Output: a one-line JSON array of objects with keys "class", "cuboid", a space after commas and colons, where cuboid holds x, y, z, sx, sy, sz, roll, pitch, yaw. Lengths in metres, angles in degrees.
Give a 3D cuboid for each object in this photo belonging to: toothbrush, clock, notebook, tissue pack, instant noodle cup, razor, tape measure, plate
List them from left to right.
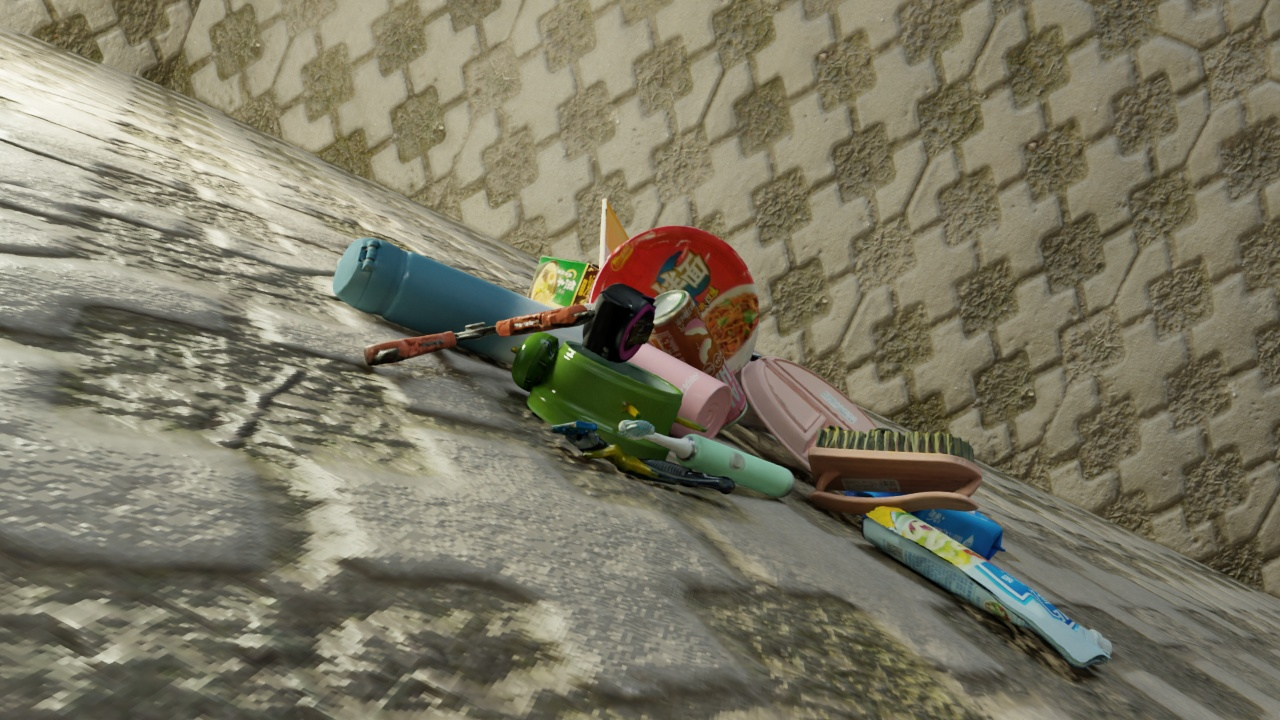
[{"class": "clock", "cuboid": [-0.035, 0.024, 0.714, 0.161, 0.056, 0.116, 28, 6, 36]}, {"class": "tape measure", "cuboid": [-0.014, -0.027, 0.679, 0.039, 0.057, 0.057, 29, 23, 17]}, {"class": "notebook", "cuboid": [-0.016, -0.086, 1.142, 0.010, 0.145, 0.206, -5, -24, 15]}, {"class": "razor", "cuboid": [0.006, 0.072, 0.626, 0.142, 0.022, 0.043, 22, -16, -27]}, {"class": "instant noodle cup", "cuboid": [0.030, -0.048, 1.000, 0.193, 0.194, 0.066, 23, -2, -17]}, {"class": "toothbrush", "cuboid": [0.054, 0.073, 0.693, 0.027, 0.026, 0.224, -14, -24, 34]}, {"class": "plate", "cuboid": [0.209, 0.073, 1.020, 0.229, 0.028, 0.229, 32, 23, -15]}, {"class": "tissue pack", "cuboid": [0.269, 0.145, 0.880, 0.157, 0.052, 0.095, 21, 7, -28]}]

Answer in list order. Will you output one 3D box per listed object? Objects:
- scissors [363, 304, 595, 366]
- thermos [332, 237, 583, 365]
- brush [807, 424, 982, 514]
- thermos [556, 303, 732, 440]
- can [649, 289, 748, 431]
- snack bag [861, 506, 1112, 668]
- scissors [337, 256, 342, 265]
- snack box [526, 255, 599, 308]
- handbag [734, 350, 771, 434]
[{"class": "scissors", "cuboid": [-0.123, -0.018, 0.667, 0.188, 0.015, 0.223, -14, 5, -37]}, {"class": "thermos", "cuboid": [-0.152, -0.043, 0.798, 0.220, 0.070, 0.070, 21, 7, -27]}, {"class": "brush", "cuboid": [0.223, 0.101, 0.808, 0.146, 0.072, 0.063, 1, -37, 21]}, {"class": "thermos", "cuboid": [-0.005, 0.005, 0.879, 0.199, 0.087, 0.067, 28, -36, 29]}, {"class": "can", "cuboid": [0.055, 0.001, 0.937, 0.147, 0.058, 0.058, 59, -10, -26]}, {"class": "snack bag", "cuboid": [0.265, 0.174, 0.703, 0.191, 0.039, 0.110, 31, -3, 41]}, {"class": "scissors", "cuboid": [-0.231, -0.080, 0.907, 0.172, 0.019, 0.179, 0, 16, -46]}, {"class": "snack box", "cuboid": [-0.083, -0.082, 1.185, 0.106, 0.117, 0.118, 21, 2, 15]}, {"class": "handbag", "cuboid": [0.102, 0.015, 1.193, 0.145, 0.098, 0.197, 28, 5, -20]}]
